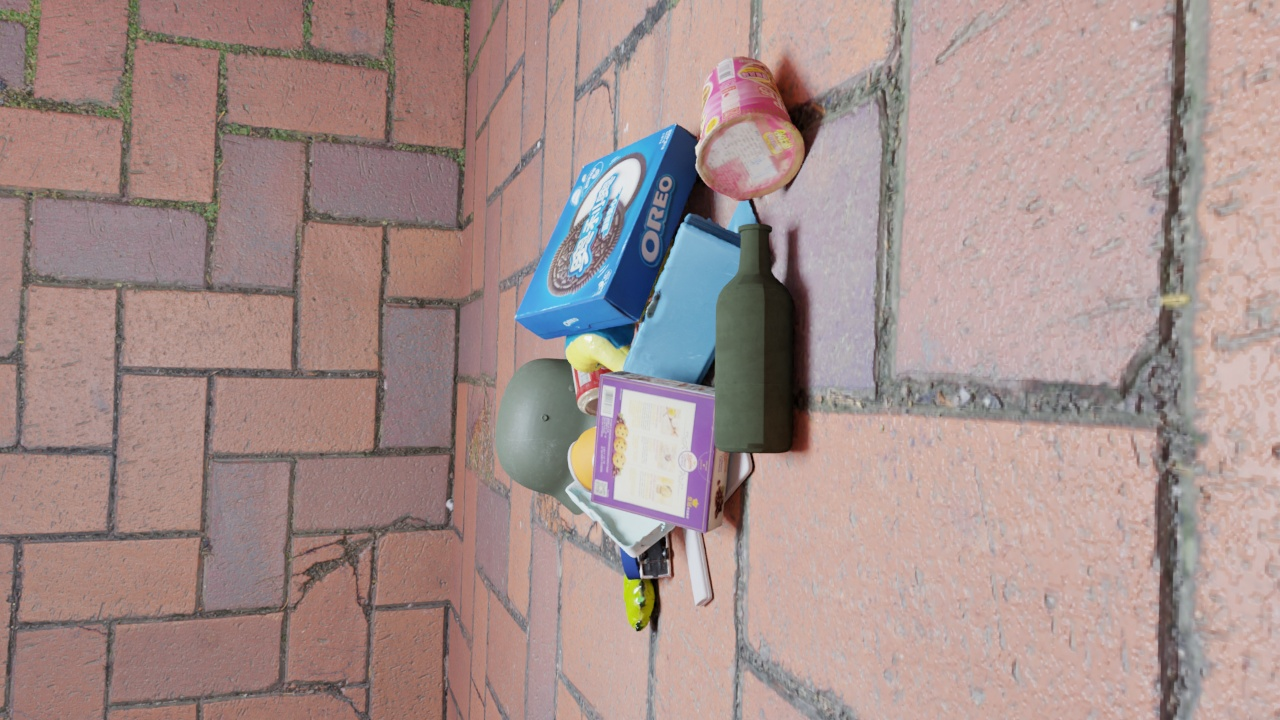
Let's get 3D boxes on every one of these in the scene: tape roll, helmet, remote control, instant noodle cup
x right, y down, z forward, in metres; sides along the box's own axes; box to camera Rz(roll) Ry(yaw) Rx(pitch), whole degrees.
[{"bbox_3d":[-0.010,0.226,1.149,0.091,0.016,0.093,-67,-32,-73],"label":"tape roll"},{"bbox_3d":[-0.146,0.095,1.439,0.227,0.153,0.267,175,109,-71],"label":"helmet"},{"bbox_3d":[0.085,0.129,0.974,0.147,0.008,0.045,118,148,-52],"label":"remote control"},{"bbox_3d":[0.060,0.209,1.034,0.033,0.012,0.130,119,148,-54],"label":"remote control"},{"bbox_3d":[0.098,-0.224,0.859,0.098,0.097,0.108,114,160,-49],"label":"instant noodle cup"}]

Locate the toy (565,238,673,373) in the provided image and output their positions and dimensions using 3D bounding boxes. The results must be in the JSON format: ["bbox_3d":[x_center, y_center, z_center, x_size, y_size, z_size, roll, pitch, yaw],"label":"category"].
[{"bbox_3d":[-0.026,-0.084,1.139,0.149,0.084,0.213,-1,62,58],"label":"toy"}]

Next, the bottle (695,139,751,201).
[{"bbox_3d":[0.090,-0.202,0.942,0.109,0.044,0.044,-114,31,-54],"label":"bottle"}]

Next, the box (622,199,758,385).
[{"bbox_3d":[0.063,-0.072,0.990,0.232,0.094,0.101,112,-178,-47],"label":"box"}]

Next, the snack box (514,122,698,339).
[{"bbox_3d":[-0.037,-0.146,1.077,0.196,0.056,0.238,-8,55,53],"label":"snack box"}]

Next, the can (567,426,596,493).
[{"bbox_3d":[-0.009,0.099,1.053,0.143,0.079,0.079,-26,57,31],"label":"can"}]

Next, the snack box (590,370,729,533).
[{"bbox_3d":[0.021,0.093,0.962,0.148,0.040,0.143,10,100,31],"label":"snack box"}]

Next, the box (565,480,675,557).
[{"bbox_3d":[-0.009,0.150,1.111,0.136,0.049,0.197,-52,29,-6],"label":"box"}]

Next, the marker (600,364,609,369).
[{"bbox_3d":[-0.007,0.007,1.133,0.142,0.012,0.013,1,89,51],"label":"marker"}]

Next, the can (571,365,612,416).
[{"bbox_3d":[-0.070,-0.001,1.356,0.067,0.067,0.170,114,151,-48],"label":"can"}]

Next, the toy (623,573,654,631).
[{"bbox_3d":[-0.004,0.301,1.183,0.094,0.036,0.094,130,145,-69],"label":"toy"}]

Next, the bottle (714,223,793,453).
[{"bbox_3d":[0.104,-0.020,0.838,0.071,0.071,0.206,171,100,-71],"label":"bottle"}]

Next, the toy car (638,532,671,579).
[{"bbox_3d":[0.015,0.213,1.135,0.039,0.039,0.113,81,-175,-70],"label":"toy car"}]
